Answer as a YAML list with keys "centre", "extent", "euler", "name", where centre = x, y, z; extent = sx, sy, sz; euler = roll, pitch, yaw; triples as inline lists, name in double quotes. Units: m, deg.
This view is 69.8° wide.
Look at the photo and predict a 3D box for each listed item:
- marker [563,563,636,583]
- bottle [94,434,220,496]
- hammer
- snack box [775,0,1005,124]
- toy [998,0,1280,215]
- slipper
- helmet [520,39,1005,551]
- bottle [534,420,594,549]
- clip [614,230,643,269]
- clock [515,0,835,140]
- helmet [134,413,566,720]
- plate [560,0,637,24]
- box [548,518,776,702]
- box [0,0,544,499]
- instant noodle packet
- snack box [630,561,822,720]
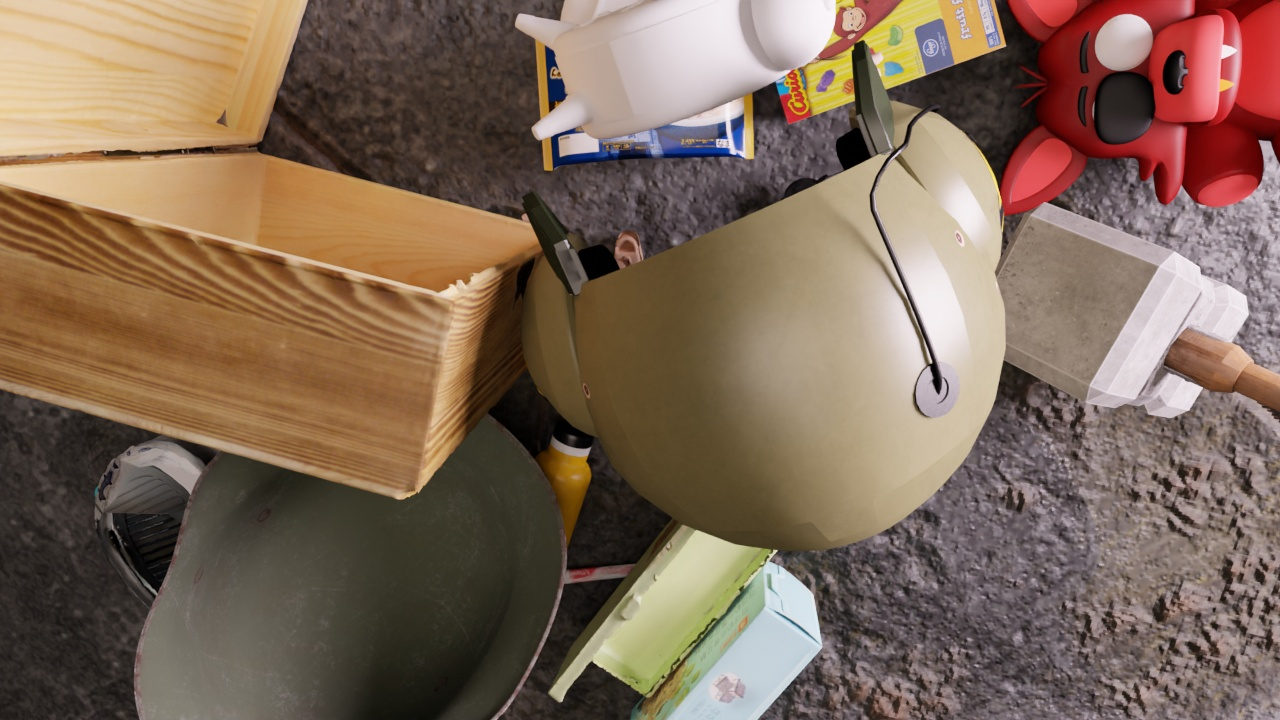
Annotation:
- centre: [0.006, 0.153, 0.679]
  extent: [0.142, 0.012, 0.013]
  euler: [-7, 103, 8]
  name: "marker"
- centre: [-0.344, 0.074, 0.680]
  extent: [0.136, 0.044, 0.044]
  euler: [-25, 100, 12]
  name: "bottle"
- centre: [0.340, 0.029, 0.447]
  extent: [0.318, 0.162, 0.083]
  euler: [37, 110, 41]
  name: "hammer"
- centre: [0.137, -0.204, 0.539]
  extent: [0.126, 0.040, 0.088]
  euler: [-15, 102, 24]
  name: "snack box"
- centre: [0.309, -0.164, 0.517]
  extent: [0.197, 0.120, 0.158]
  euler: [-1, 107, 15]
  name: "toy"
- centre: [-0.309, 0.165, 0.692]
  extent: [0.111, 0.063, 0.264]
  euler: [-19, 114, 10]
  name: "slipper"
- centre: [0.072, -0.015, 0.492]
  extent: [0.250, 0.255, 0.233]
  euler: [-22, 98, 11]
  name: "helmet"
- centre: [-0.068, 0.113, 0.659]
  extent: [0.043, 0.043, 0.144]
  euler: [19, 105, 1]
  name: "bottle"
- centre: [-0.008, -0.059, 0.623]
  extent: [0.026, 0.049, 0.061]
  euler: [-4, 144, 6]
  name: "clip"
- centre: [0.019, -0.175, 0.490]
  extent: [0.161, 0.125, 0.073]
  euler: [-16, 112, 13]
  name: "clock"
- centre: [-0.190, 0.157, 0.609]
  extent: [0.227, 0.154, 0.267]
  euler: [44, 67, 0]
  name: "helmet"
- centre: [0.014, -0.207, 0.586]
  extent: [0.134, 0.011, 0.135]
  euler: [2, 104, 6]
  name: "plate"
- centre: [0.027, 0.165, 0.631]
  extent: [0.082, 0.097, 0.188]
  euler: [35, 109, -3]
  name: "box"
- centre: [-0.184, -0.157, 0.486]
  extent: [0.286, 0.278, 0.337]
  euler: [13, 107, 3]
  name: "box"
- centre: [0.002, -0.167, 0.577]
  extent: [0.134, 0.026, 0.087]
  euler: [-2, 101, 6]
  name: "instant noodle packet"
- centre: [0.057, 0.231, 0.660]
  extent: [0.053, 0.075, 0.175]
  euler: [35, 105, -4]
  name: "snack box"
